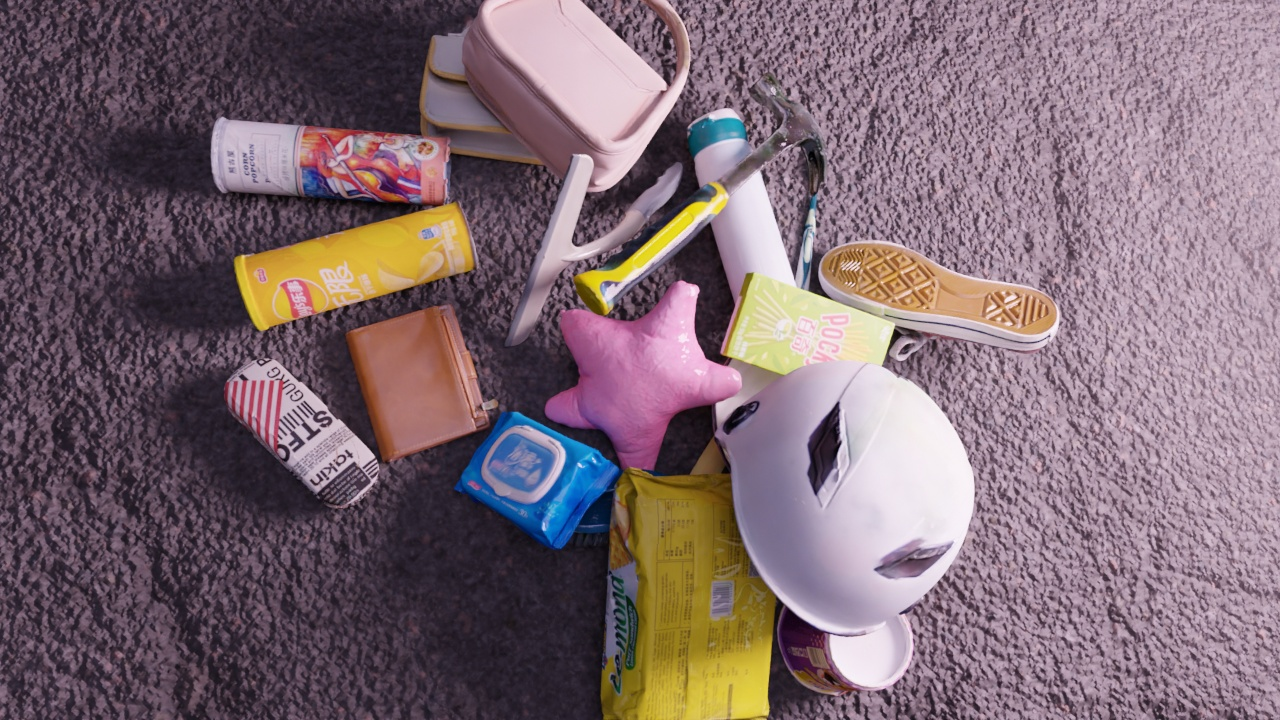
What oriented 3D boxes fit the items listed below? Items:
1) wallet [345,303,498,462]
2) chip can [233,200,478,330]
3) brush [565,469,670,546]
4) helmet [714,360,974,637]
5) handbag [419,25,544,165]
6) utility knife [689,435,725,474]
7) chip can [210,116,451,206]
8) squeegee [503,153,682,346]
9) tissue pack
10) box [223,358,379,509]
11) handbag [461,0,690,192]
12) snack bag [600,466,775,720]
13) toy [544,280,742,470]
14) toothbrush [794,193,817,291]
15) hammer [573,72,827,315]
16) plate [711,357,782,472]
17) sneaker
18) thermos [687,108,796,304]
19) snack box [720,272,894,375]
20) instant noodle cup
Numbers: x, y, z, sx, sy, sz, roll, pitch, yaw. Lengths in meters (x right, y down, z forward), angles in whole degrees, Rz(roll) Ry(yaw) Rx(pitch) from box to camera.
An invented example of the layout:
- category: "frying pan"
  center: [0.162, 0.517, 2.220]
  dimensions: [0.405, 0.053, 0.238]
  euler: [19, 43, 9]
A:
- category: "wallet"
  center: [-0.206, 0.017, 0.875]
  dimensions: [0.119, 0.035, 0.130]
  euler: [-17, 81, -11]
- category: "chip can"
  center: [-0.266, -0.091, 0.871]
  dimensions: [0.213, 0.072, 0.072]
  euler: [-17, 81, -14]
- category: "brush"
  center: [-0.012, 0.134, 0.859]
  dimensions: [0.143, 0.074, 0.055]
  euler: [-1, 39, -11]
- category: "helmet"
  center: [0.192, 0.097, 0.775]
  dimensions: [0.146, 0.258, 0.229]
  euler: [-41, 88, 29]
- category: "handbag"
  center: [-0.139, -0.300, 0.948]
  dimensions: [0.163, 0.063, 0.178]
  euler: [5, 73, -10]
- category: "utility knife"
  center: [0.088, 0.082, 0.922]
  dimensions: [0.031, 0.018, 0.151]
  euler: [37, 77, -5]
- category: "chip can"
  center: [-0.293, -0.190, 0.889]
  dimensions: [0.214, 0.071, 0.071]
  euler: [3, 77, -10]
- category: "squeegee"
  center: [-0.015, -0.138, 0.898]
  dimensions: [0.039, 0.247, 0.245]
  euler: [39, 47, 10]
- category: "tissue pack"
  center: [-0.100, 0.103, 0.833]
  dimensions: [0.157, 0.052, 0.094]
  euler: [21, 69, 38]
- category: "box"
  center: [-0.309, 0.065, 0.834]
  dimensions: [0.164, 0.064, 0.074]
  euler: [41, 90, 1]
- category: "handbag"
  center: [-0.040, -0.298, 0.903]
  dimensions: [0.193, 0.094, 0.233]
  euler: [44, 62, -3]
- category: "snack bag"
  center: [0.051, 0.216, 0.821]
  dimensions: [0.158, 0.068, 0.246]
  euler: [2, 92, -21]
- category: "toy"
  center: [-0.005, 0.005, 0.874]
  dimensions: [0.178, 0.074, 0.195]
  euler: [42, 107, 1]
- category: "toothbrush"
  center: [0.182, -0.134, 0.984]
  dimensions: [0.016, 0.018, 0.191]
  euler: [12, 76, -7]
- category: "hammer"
  center: [0.065, -0.149, 0.879]
  dimensions: [0.126, 0.032, 0.322]
  euler: [48, 65, -1]
- category: "plate"
  center: [0.157, 0.060, 0.919]
  dimensions: [0.192, 0.039, 0.192]
  euler: [3, 78, -16]
- category: "sneaker"
  center: [0.301, -0.052, 0.953]
  dimensions: [0.241, 0.088, 0.118]
  euler: [17, 61, 16]
- category: "thermos"
  center: [0.105, -0.151, 0.951]
  dimensions: [0.073, 0.073, 0.224]
  euler: [-14, 80, -12]
- category: "snack box"
  center: [0.163, -0.021, 0.891]
  dimensions: [0.156, 0.026, 0.086]
  euler: [19, 90, -12]
- category: "instant noodle cup"
  center: [0.196, 0.259, 0.858]
  dimensions: [0.111, 0.099, 0.111]
  euler: [3, 76, -11]
